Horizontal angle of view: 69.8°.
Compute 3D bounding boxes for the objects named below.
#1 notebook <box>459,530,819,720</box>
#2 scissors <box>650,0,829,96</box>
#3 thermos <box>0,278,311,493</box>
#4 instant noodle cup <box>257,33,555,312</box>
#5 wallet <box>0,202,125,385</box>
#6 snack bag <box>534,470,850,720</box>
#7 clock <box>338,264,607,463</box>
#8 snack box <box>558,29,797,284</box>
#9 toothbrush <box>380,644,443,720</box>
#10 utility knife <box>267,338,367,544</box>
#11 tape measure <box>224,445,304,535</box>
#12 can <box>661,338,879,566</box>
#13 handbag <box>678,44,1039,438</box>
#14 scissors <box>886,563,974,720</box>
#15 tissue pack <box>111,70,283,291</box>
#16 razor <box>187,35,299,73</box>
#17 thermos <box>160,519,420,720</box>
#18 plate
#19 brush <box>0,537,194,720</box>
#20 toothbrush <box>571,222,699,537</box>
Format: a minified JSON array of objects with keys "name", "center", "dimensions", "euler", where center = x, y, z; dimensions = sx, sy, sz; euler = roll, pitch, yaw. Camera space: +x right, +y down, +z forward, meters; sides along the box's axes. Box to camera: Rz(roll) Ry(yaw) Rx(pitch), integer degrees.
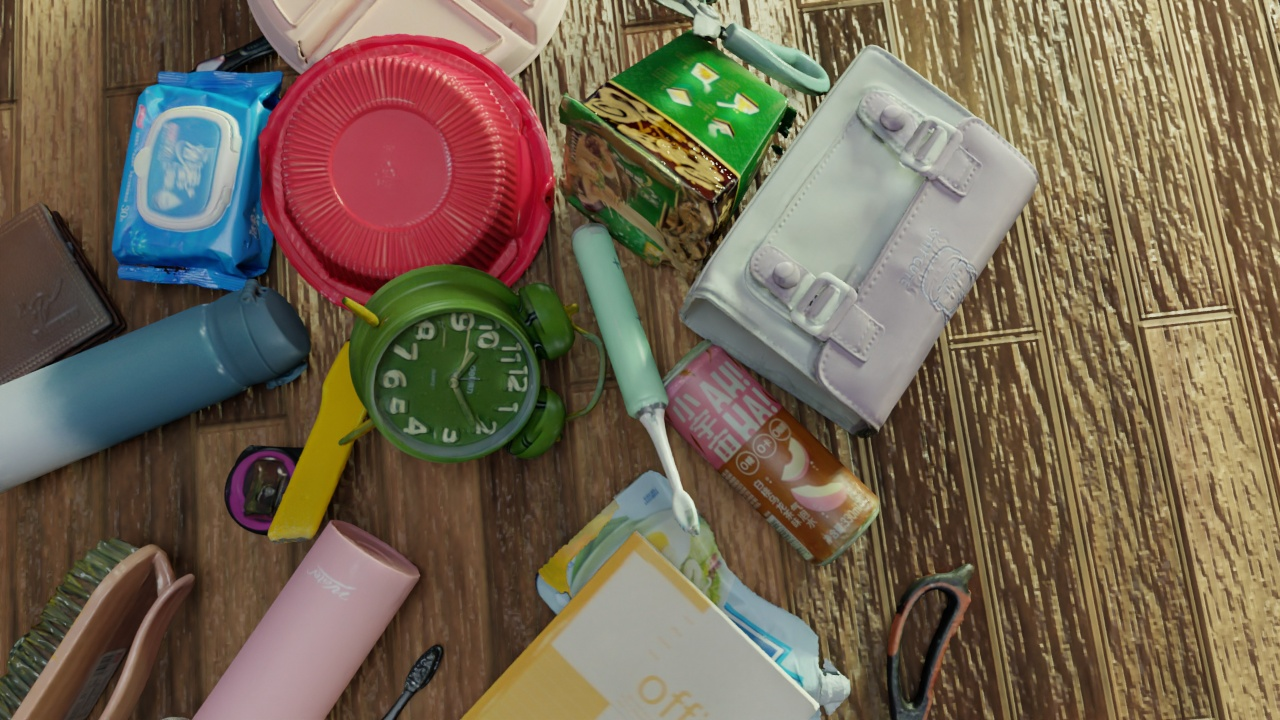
[{"name":"notebook","center":[-0.018,0.223,0.541],"dimensions":[0.146,0.010,0.206],"euler":[43,98,8]},{"name":"scissors","center":[0.044,-0.225,0.588],"dimensions":[0.019,0.172,0.178],"euler":[-53,55,30]},{"name":"thermos","center":[-0.323,0.017,0.586],"dimensions":[0.220,0.070,0.070],"euler":[-22,80,-2]},{"name":"instant noodle cup","center":[-0.152,-0.117,0.580],"dimensions":[0.194,0.066,0.194],"euler":[0,94,-3]},{"name":"wallet","center":[-0.424,-0.032,0.617],"dimensions":[0.124,0.032,0.101],"euler":[-33,83,-3]},{"name":"snack bag","center":[0.033,0.168,0.558],"dimensions":[0.110,0.039,0.191],"euler":[-42,82,-11]},{"name":"clock","center":[-0.099,0.006,0.558],"dimensions":[0.161,0.056,0.116],"euler":[1,113,-18]},{"name":"snack box","center":[0.024,-0.134,0.581],"dimensions":[0.117,0.118,0.105],"euler":[38,71,7]},{"name":"toothbrush","center":[-0.179,0.255,0.562],"dimensions":[0.014,0.018,0.189],"euler":[35,85,6]},{"name":"utility knife","center":[-0.195,0.045,0.579],"dimensions":[0.033,0.015,0.154],"euler":[17,61,-4]},{"name":"tape measure","center":[-0.232,0.082,0.582],"dimensions":[0.057,0.039,0.057],"euler":[5,80,3]},{"name":"can","center":[0.075,0.056,0.564],"dimensions":[0.058,0.058,0.147],"euler":[-45,81,-5]},{"name":"handbag","center":[0.136,-0.071,0.567],"dimensions":[0.145,0.098,0.196],"euler":[35,81,-1]},{"name":"scissors","center":[0.174,0.233,0.550],"dimensions":[0.222,0.015,0.189],"euler":[-20,80,-1]},{"name":"tissue pack","center":[-0.293,-0.125,0.615],"dimensions":[0.095,0.052,0.157],"euler":[5,80,3]},{"name":"razor","center":[-0.255,-0.225,0.647],"dimensions":[0.142,0.022,0.042],"euler":[-22,78,-1]},{"name":"thermos","center":[-0.223,0.190,0.552],"dimensions":[0.087,0.067,0.198],"euler":[33,84,15]},{"name":"plate","center":[-0.161,-0.285,0.635],"dimensions":[0.229,0.028,0.229],"euler":[1,81,-5]},{"name":"brush","center":[-0.333,0.180,0.559],"dimensions":[0.073,0.063,0.145],"euler":[28,81,11]},{"name":"toothbrush","center":[-0.003,0.003,0.551],"dimensions":[0.026,0.027,0.224],"euler":[-25,56,8]}]
